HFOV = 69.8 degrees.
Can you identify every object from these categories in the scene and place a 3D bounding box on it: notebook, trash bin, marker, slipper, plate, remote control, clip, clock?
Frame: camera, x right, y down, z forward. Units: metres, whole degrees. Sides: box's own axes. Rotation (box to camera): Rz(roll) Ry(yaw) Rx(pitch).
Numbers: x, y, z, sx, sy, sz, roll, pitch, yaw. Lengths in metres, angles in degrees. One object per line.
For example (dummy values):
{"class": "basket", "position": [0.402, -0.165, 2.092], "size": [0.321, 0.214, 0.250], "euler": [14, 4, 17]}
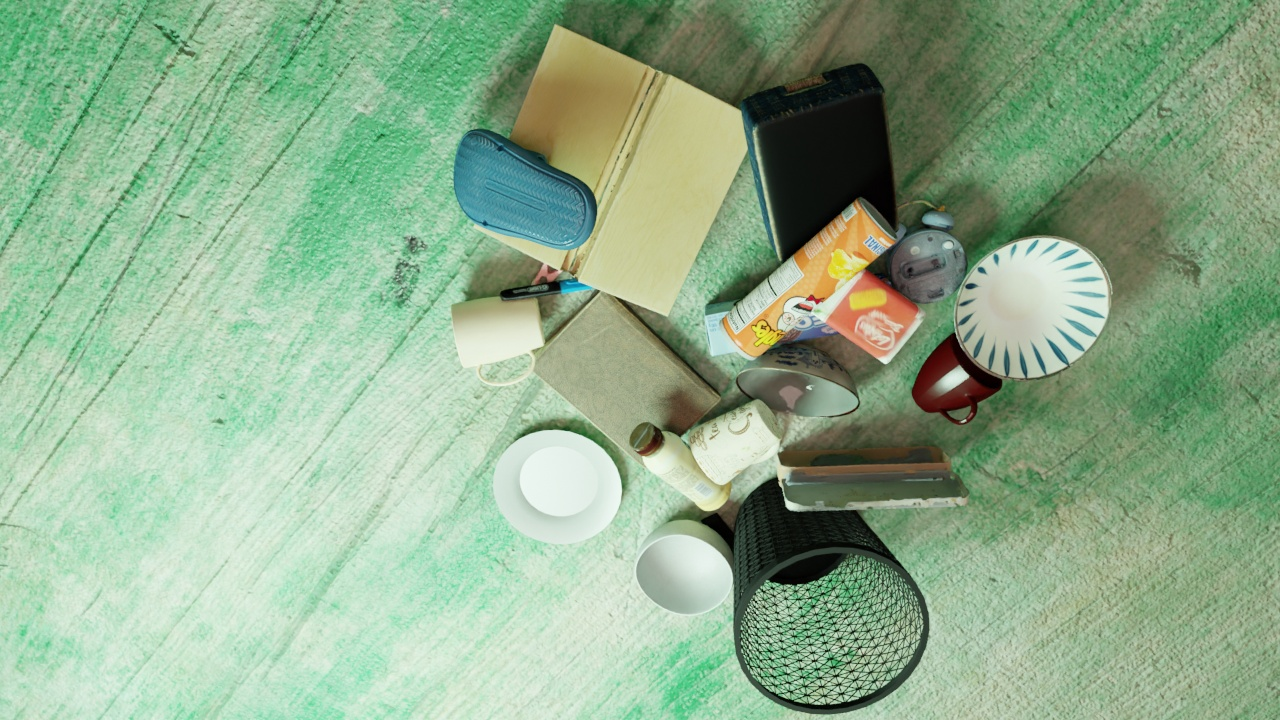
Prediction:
{"class": "notebook", "position": [-0.008, 0.009, 1.164], "size": [0.215, 0.034, 0.190], "euler": [42, 107, -13]}
{"class": "trash bin", "position": [0.210, 0.265, 1.134], "size": [0.217, 0.243, 0.217], "euler": [0, 108, -1]}
{"class": "marker", "position": [-0.111, -0.088, 1.119], "size": [0.123, 0.018, 0.015], "euler": [-11, 144, -16]}
{"class": "slipper", "position": [-0.129, -0.183, 1.011], "size": [0.214, 0.059, 0.104], "euler": [30, 109, 28]}
{"class": "plate", "position": [-0.112, 0.169, 1.241], "size": [0.173, 0.019, 0.173], "euler": [1, 111, 3]}
{"class": "remote control", "position": [0.125, 0.265, 1.270], "size": [0.039, 0.010, 0.125], "euler": [-28, 106, 13]}
{"class": "clip", "position": [-0.110, -0.106, 1.134], "size": [0.035, 0.022, 0.058], "euler": [33, 115, -12]}
{"class": "clock", "position": [0.332, -0.128, 1.084], "size": [0.089, 0.051, 0.124], "euler": [-18, 108, 11]}

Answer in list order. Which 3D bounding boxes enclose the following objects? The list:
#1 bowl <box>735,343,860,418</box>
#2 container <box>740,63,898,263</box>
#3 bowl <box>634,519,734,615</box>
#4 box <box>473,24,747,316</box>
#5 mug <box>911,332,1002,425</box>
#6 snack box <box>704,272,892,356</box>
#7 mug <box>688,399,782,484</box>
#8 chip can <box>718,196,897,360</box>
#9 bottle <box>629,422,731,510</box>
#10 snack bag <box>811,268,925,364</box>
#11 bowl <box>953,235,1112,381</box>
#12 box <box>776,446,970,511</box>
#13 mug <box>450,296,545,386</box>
{"class": "bowl", "position": [0.196, 0.017, 1.125], "size": [0.150, 0.151, 0.056], "euler": [18, 69, -4]}
{"class": "container", "position": [0.201, -0.212, 1.015], "size": [0.145, 0.071, 0.187], "euler": [-15, 128, 5]}
{"class": "bowl", "position": [0.062, 0.273, 1.244], "size": [0.132, 0.064, 0.132], "euler": [4, 115, 9]}
{"class": "box", "position": [-0.031, -0.211, 1.045], "size": [0.261, 0.096, 0.247], "euler": [25, 102, 0]}
{"class": "mug", "position": [0.379, 0.035, 1.119], "size": [0.087, 0.113, 0.089], "euler": [24, 132, -23]}
{"class": "snack box", "position": [0.191, -0.056, 1.117], "size": [0.226, 0.059, 0.059], "euler": [-9, 106, 7]}
{"class": "mug", "position": [0.135, 0.107, 1.173], "size": [0.097, 0.081, 0.122], "euler": [-34, 138, 20]}
{"class": "chip can", "position": [0.184, -0.088, 1.025], "size": [0.062, 0.062, 0.211], "euler": [42, 116, -12]}
{"class": "bottle", "position": [0.050, 0.133, 1.168], "size": [0.057, 0.056, 0.162], "euler": [-38, 128, 16]}
{"class": "snack bag", "position": [0.262, -0.058, 1.062], "size": [0.116, 0.036, 0.077], "euler": [33, 107, -9]}
{"class": "bowl", "position": [0.454, -0.070, 1.089], "size": [0.177, 0.070, 0.177], "euler": [1, 112, 3]}
{"class": "box", "position": [0.282, 0.145, 1.141], "size": [0.216, 0.148, 0.043], "euler": [-2, 98, 3]}
{"class": "mug", "position": [-0.170, -0.025, 1.128], "size": [0.104, 0.085, 0.111], "euler": [-12, 85, -3]}
